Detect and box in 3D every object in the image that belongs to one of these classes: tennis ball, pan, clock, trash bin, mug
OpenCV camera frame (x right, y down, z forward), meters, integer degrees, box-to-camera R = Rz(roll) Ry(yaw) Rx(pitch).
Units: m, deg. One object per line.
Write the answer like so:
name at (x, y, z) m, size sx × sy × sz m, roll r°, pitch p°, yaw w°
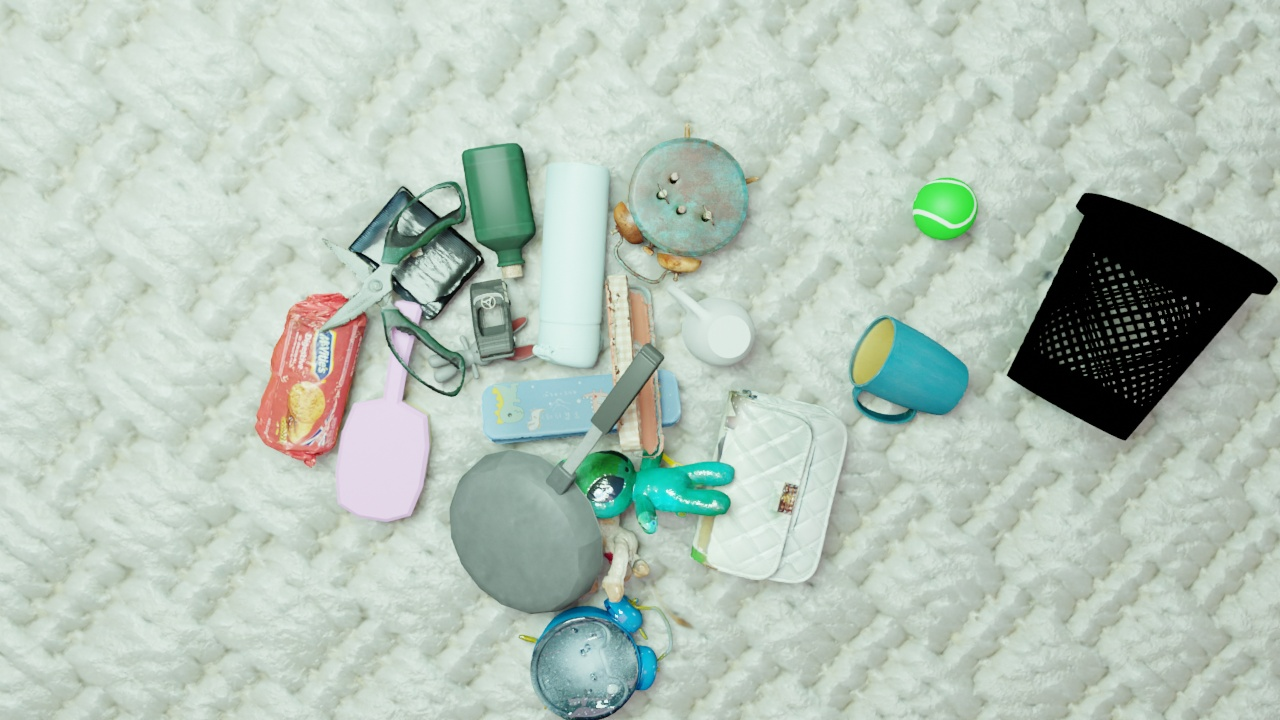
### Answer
tennis ball at (0.320, -0.159, 0.965) m, size 0.065 × 0.065 × 0.065 m, roll 0°, pitch 96°, yaw -5°
pan at (-0.080, 0.118, 0.889) m, size 0.178 × 0.041 × 0.358 m, roll 42°, pitch 121°, yaw 10°
clock at (-0.043, 0.319, 0.994) m, size 0.161 × 0.060 × 0.117 m, roll -16°, pitch 96°, yaw -4°
clock at (0.037, -0.152, 0.940) m, size 0.121 × 0.073 × 0.157 m, roll 36°, pitch 93°, yaw -7°
trash bin at (0.492, -0.037, 0.943) m, size 0.195 × 0.195 × 0.200 m, roll 26°, pitch 103°, yaw -7°
mug at (0.070, -0.040, 0.946) m, size 0.107 × 0.089 × 0.071 m, roll 42°, pitch 91°, yaw -8°
mug at (0.281, 0.021, 0.982) m, size 0.104 × 0.084 × 0.112 m, roll 24°, pitch 122°, yaw -12°

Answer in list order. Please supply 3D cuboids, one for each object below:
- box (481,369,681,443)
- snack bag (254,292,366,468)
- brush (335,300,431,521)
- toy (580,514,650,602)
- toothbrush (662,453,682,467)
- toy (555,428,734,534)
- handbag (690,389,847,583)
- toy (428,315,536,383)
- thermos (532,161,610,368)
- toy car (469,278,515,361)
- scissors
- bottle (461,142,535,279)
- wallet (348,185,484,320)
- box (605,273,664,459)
box at (-0.062, 0.046, 0.959) m, size 0.209 × 0.037 × 0.065 m, roll -6°, pitch 62°, yaw -3°
snack bag at (-0.333, 0.015, 0.928) m, size 0.082 × 0.082 × 0.176 m, roll 14°, pitch 94°, yaw -6°
brush at (-0.257, 0.051, 0.953) m, size 0.089 × 0.043 × 0.229 m, roll 10°, pitch 95°, yaw -6°
toy at (-0.034, 0.196, 0.972) m, size 0.074 × 0.085 × 0.106 m, roll -10°, pitch 88°, yaw -25°
toothbrush at (0.002, 0.085, 0.991) m, size 0.135 × 0.016 × 0.021 m, roll 40°, pitch 90°, yaw -8°
toy at (-0.001, 0.132, 0.944) m, size 0.193 × 0.130 × 0.072 m, roll 2°, pitch 131°, yaw 9°
handbag at (0.140, 0.136, 0.980) m, size 0.139 × 0.072 × 0.195 m, roll 11°, pitch 95°, yaw -4°
toy at (-0.166, -0.008, 0.961) m, size 0.111 × 0.030 × 0.049 m, roll -20°, pitch 83°, yaw -8°
thermos at (-0.069, -0.095, 0.941) m, size 0.077 × 0.065 × 0.207 m, roll -3°, pitch 99°, yaw -47°
toy car at (-0.152, -0.044, 0.938) m, size 0.040 × 0.037 × 0.092 m, roll -11°, pitch 60°, yaw -3°
scissors at (-0.218, -0.069, 0.917) m, size 0.201 × 0.015 × 0.202 m, roll -44°, pitch 103°, yaw -14°
bottle at (-0.140, -0.149, 0.931) m, size 0.061 × 0.061 × 0.131 m, roll -9°, pitch 97°, yaw -1°
wallet at (-0.229, -0.110, 0.946) m, size 0.115 × 0.026 × 0.089 m, roll 42°, pitch 91°, yaw -8°
box at (-0.008, 0.006, 0.933) m, size 0.048 × 0.085 × 0.187 m, roll -8°, pitch 76°, yaw 15°
